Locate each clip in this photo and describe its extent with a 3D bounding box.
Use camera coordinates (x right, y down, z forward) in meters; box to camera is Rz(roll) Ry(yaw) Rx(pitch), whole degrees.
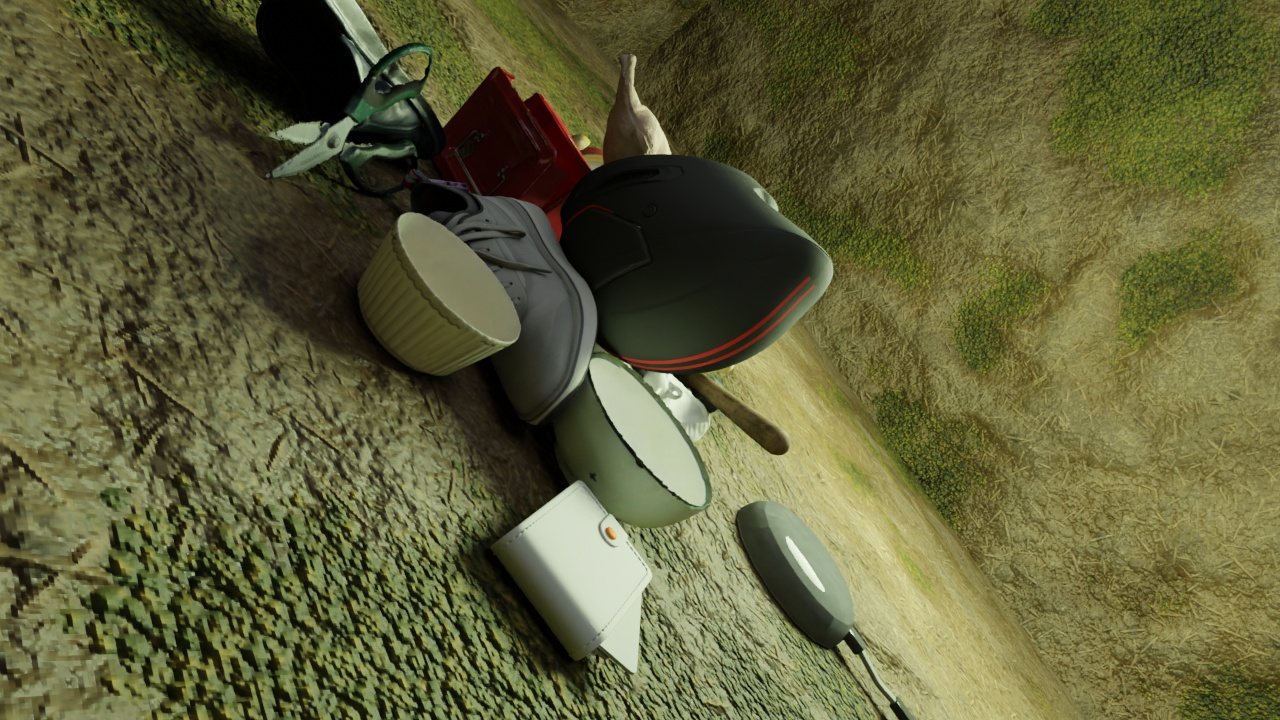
[{"bbox_3d":[-0.192,-0.161,0.890,0.052,0.042,0.014,-17,63,-35],"label":"clip"}]

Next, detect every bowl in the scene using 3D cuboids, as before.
[{"bbox_3d":[-0.146,-0.039,0.640,0.115,0.063,0.115,46,16,-18],"label":"bowl"},{"bbox_3d":[-0.016,0.074,0.740,0.153,0.073,0.153,46,16,-18],"label":"bowl"}]

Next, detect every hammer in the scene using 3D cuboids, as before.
[{"bbox_3d":[0.091,0.043,1.029,0.129,0.040,0.322,44,-1,-20],"label":"hammer"}]

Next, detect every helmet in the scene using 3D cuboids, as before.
[{"bbox_3d":[0.034,-0.072,0.794,0.164,0.265,0.169,42,51,-52],"label":"helmet"}]

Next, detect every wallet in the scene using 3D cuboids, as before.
[{"bbox_3d":[-0.032,0.144,0.597,0.115,0.038,0.118,52,18,4],"label":"wallet"}]

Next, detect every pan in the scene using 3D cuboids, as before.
[{"bbox_3d":[0.229,0.298,0.993,0.357,0.041,0.178,55,15,11],"label":"pan"}]

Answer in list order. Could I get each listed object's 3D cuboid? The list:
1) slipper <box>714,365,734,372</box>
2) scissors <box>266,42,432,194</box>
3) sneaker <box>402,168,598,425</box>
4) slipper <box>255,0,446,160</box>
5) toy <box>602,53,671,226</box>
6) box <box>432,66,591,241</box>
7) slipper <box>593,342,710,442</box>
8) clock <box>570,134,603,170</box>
[{"bbox_3d":[0.064,-0.075,1.152,0.261,0.079,0.111,48,-15,53],"label":"slipper"},{"bbox_3d":[-0.224,-0.160,0.719,0.015,0.142,0.209,25,43,11],"label":"scissors"},{"bbox_3d":[-0.120,-0.062,0.739,0.128,0.097,0.262,22,32,-40],"label":"sneaker"},{"bbox_3d":[-0.255,-0.231,0.763,0.109,0.083,0.266,27,-12,17],"label":"slipper"},{"bbox_3d":[-0.020,-0.198,0.974,0.264,0.065,0.196,-165,-120,-73],"label":"toy"},{"bbox_3d":[-0.124,-0.193,0.943,0.112,0.135,0.157,26,30,-55],"label":"box"},{"bbox_3d":[-0.006,0.005,0.956,0.247,0.075,0.112,43,32,-35],"label":"slipper"},{"bbox_3d":[-0.079,-0.228,1.190,0.159,0.117,0.081,38,15,-21],"label":"clock"}]
